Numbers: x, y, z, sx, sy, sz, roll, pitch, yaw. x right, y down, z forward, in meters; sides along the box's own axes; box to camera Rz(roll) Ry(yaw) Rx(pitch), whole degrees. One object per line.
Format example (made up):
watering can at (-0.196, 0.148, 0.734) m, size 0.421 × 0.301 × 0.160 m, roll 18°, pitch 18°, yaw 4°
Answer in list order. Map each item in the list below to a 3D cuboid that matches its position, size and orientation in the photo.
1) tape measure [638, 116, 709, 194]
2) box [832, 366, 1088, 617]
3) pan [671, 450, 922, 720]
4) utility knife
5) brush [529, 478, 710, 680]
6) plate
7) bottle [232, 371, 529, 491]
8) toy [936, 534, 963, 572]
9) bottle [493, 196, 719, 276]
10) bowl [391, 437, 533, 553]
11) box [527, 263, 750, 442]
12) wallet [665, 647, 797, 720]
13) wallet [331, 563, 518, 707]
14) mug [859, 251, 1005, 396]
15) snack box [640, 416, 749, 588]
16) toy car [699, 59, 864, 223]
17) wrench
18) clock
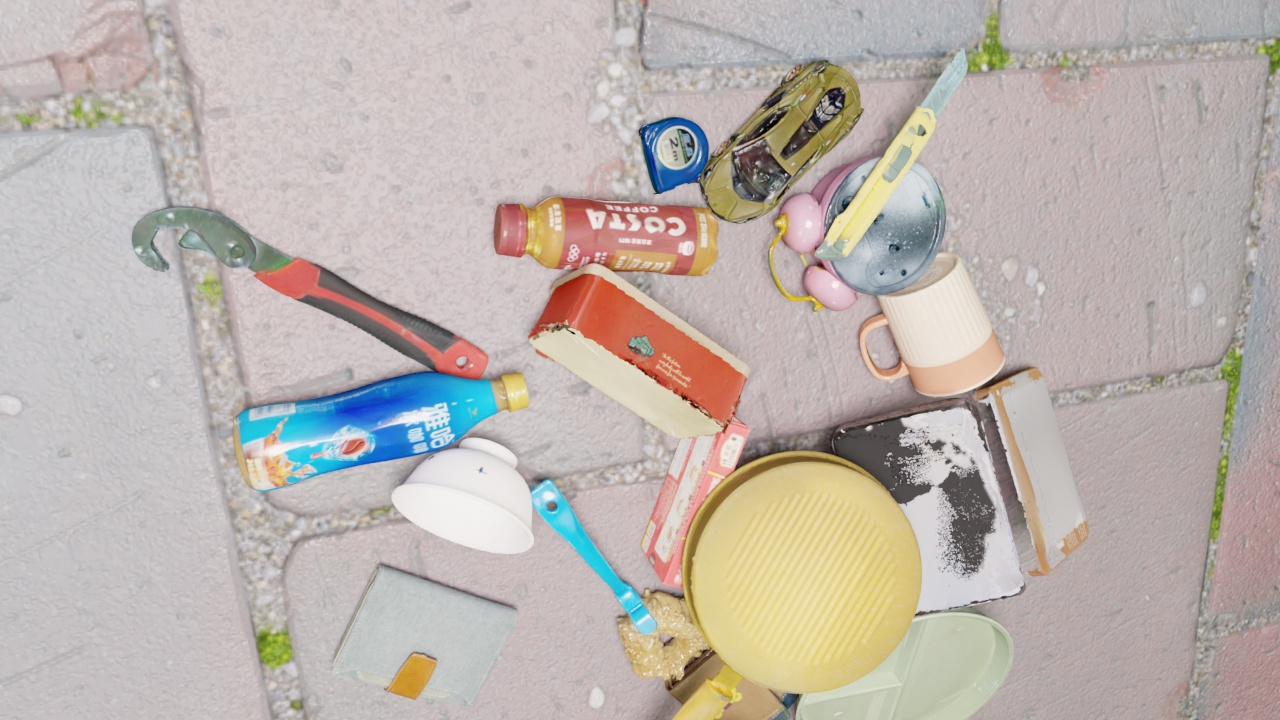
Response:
tape measure at (0.028, -0.169, 0.746) m, size 0.054 × 0.025 × 0.058 m, roll -21°, pitch 114°, yaw -13°
box at (0.306, 0.116, 0.837) m, size 0.270 × 0.134 × 0.179 m, roll -14°, pitch 87°, yaw -18°
pan at (0.090, 0.241, 0.773) m, size 0.197 × 0.078 × 0.357 m, roll 32°, pitch 90°, yaw -5°
utility knife at (0.207, -0.164, 0.748) m, size 0.031 × 0.021 × 0.204 m, roll 34°, pitch 87°, yaw -28°
brush at (-0.020, 0.199, 0.817) m, size 0.083 × 0.046 × 0.255 m, roll -36°, pitch 118°, yaw -1°
plate at (0.260, 0.321, 0.915) m, size 0.230 × 0.027 × 0.231 m, roll -8°, pitch 128°, yaw -10°
bottle at (-0.196, 0.047, 0.715) m, size 0.218 × 0.065 × 0.065 m, roll -13°, pitch 108°, yaw -13°
toy at (0.251, 0.222, 0.907) m, size 0.161 × 0.050 × 0.156 m, roll 18°, pitch 105°, yaw -29°
bottle at (-0.027, -0.099, 0.731) m, size 0.174 × 0.057 × 0.057 m, roll 1°, pitch 104°, yaw -17°
bowl at (-0.133, 0.102, 0.743) m, size 0.118 × 0.119 × 0.064 m, roll 32°, pitch 57°, yaw -22°
box at (-0.004, 0.004, 0.741) m, size 0.168 × 0.091 × 0.076 m, roll 34°, pitch 67°, yaw -22°
wallet at (0.091, 0.325, 0.900) m, size 0.090 × 0.033 × 0.115 m, roll -42°, pitch 109°, yaw -1°
wallet at (-0.186, 0.243, 0.790) m, size 0.129 × 0.037 × 0.106 m, roll 24°, pitch 96°, yaw -21°
mug at (0.255, -0.028, 0.832) m, size 0.115 × 0.081 × 0.106 m, roll -22°, pitch 111°, yaw 21°
snack box at (0.045, 0.114, 0.803) m, size 0.025 × 0.075 × 0.153 m, roll 17°, pitch 99°, yaw -20°
toy car at (0.118, -0.179, 0.764) m, size 0.158 × 0.042 × 0.070 m, roll -46°, pitch 112°, yaw 2°
wrench at (-0.242, -0.047, 0.702) m, size 0.273 × 0.016 × 0.056 m, roll 24°, pitch 100°, yaw -21°
clock at (0.182, -0.109, 0.792) m, size 0.158 × 0.060 × 0.117 m, roll -33°, pitch 112°, yaw -8°
